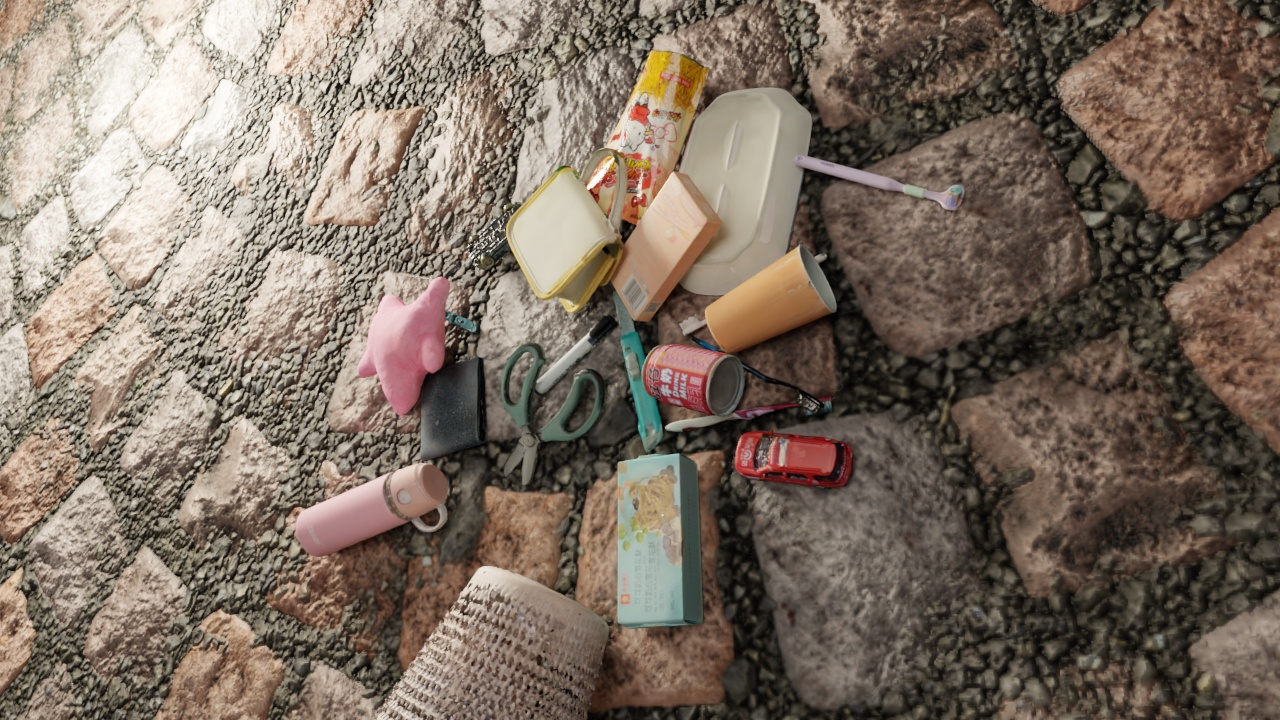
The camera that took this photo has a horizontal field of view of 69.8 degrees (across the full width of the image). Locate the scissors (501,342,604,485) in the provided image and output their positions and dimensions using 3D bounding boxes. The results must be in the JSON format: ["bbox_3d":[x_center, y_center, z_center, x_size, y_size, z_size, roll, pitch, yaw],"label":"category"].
[{"bbox_3d":[-0.104,0.068,1.077,0.169,0.019,0.177,3,86,20],"label":"scissors"}]

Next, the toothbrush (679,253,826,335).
[{"bbox_3d":[0.122,-0.075,1.009,0.180,0.016,0.016,-28,90,18],"label":"toothbrush"}]

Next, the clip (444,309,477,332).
[{"bbox_3d":[-0.236,-0.051,1.202,0.057,0.048,0.014,24,84,30],"label":"clip"}]

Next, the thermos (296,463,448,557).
[{"bbox_3d":[-0.329,0.193,1.144,0.199,0.067,0.087,-22,94,19],"label":"thermos"}]

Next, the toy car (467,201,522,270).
[{"bbox_3d":[-0.182,-0.163,1.204,0.106,0.031,0.049,-40,58,13],"label":"toy car"}]

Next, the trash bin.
[{"bbox_3d":[-0.135,0.320,0.910,0.228,0.227,0.191,12,66,32],"label":"trash bin"}]

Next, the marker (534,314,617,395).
[{"bbox_3d":[-0.080,-0.006,1.096,0.131,0.022,0.018,-43,57,8],"label":"marker"}]

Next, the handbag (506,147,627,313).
[{"bbox_3d":[-0.069,-0.165,1.105,0.179,0.063,0.163,-46,49,19],"label":"handbag"}]

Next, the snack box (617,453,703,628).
[{"bbox_3d":[0.019,0.187,0.951,0.074,0.051,0.174,-11,67,25],"label":"snack box"}]

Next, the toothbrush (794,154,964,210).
[{"bbox_3d":[0.248,-0.193,0.976,0.189,0.021,0.029,22,77,30],"label":"toothbrush"}]

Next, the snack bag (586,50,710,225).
[{"bbox_3d":[0.006,-0.269,1.123,0.129,0.073,0.208,25,91,40],"label":"snack bag"}]

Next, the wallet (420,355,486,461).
[{"bbox_3d":[-0.240,0.060,1.165,0.097,0.019,0.120,-17,63,24],"label":"wallet"}]

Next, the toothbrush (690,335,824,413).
[{"bbox_3d":[0.118,0.012,0.973,0.190,0.014,0.016,30,95,40],"label":"toothbrush"}]

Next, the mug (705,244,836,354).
[{"bbox_3d":[0.134,-0.059,0.967,0.123,0.078,0.078,-28,61,24],"label":"mug"}]

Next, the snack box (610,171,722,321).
[{"bbox_3d":[0.023,-0.127,1.043,0.158,0.026,0.084,-52,52,33],"label":"snack box"}]

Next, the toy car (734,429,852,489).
[{"bbox_3d":[0.150,0.097,0.917,0.121,0.045,0.052,1,71,32],"label":"toy car"}]

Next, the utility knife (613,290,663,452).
[{"bbox_3d":[-0.006,0.006,1.055,0.029,0.013,0.209,-22,62,15],"label":"utility knife"}]

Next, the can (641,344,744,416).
[{"bbox_3d":[0.055,0.019,0.980,0.094,0.066,0.066,13,79,40],"label":"can"}]

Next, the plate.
[{"bbox_3d":[0.104,-0.204,1.057,0.162,0.034,0.265,6,76,31],"label":"plate"}]

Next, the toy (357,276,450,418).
[{"bbox_3d":[-0.310,-0.011,1.193,0.195,0.074,0.178,-11,70,43],"label":"toy"}]

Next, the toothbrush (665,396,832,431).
[{"bbox_3d":[0.112,0.060,0.969,0.188,0.016,0.017,-12,77,25],"label":"toothbrush"}]
